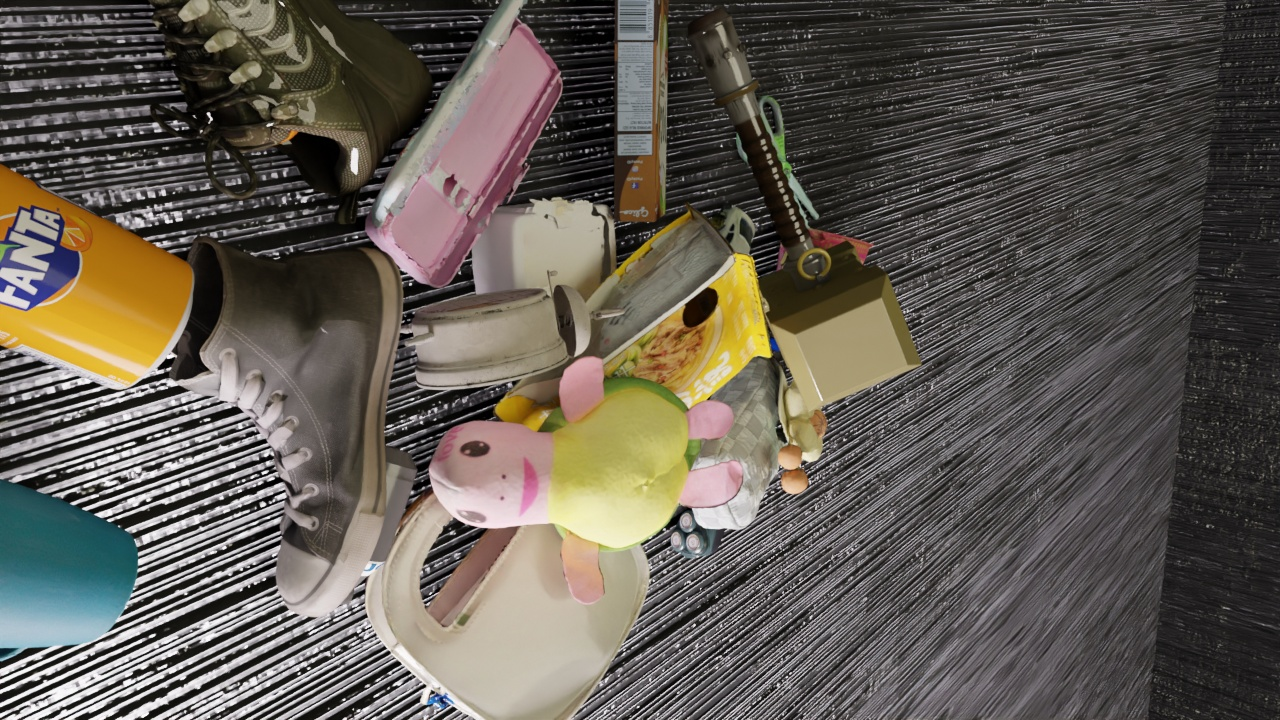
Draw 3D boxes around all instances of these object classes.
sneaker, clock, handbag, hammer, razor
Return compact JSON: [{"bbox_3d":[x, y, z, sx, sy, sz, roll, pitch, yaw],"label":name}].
[{"bbox_3d":[-0.222,0.043,0.557,0.119,0.095,0.235,4,99,-44],"label":"sneaker"},{"bbox_3d":[-0.085,-0.025,0.628,0.156,0.103,0.061,-12,102,-19],"label":"clock"},{"bbox_3d":[-0.112,0.177,0.721,0.199,0.093,0.200,46,65,-20],"label":"handbag"},{"bbox_3d":[0.113,0.084,0.892,0.171,0.123,0.112,-53,134,-39],"label":"handbag"},{"bbox_3d":[0.120,-0.141,0.794,0.101,0.190,0.325,-23,106,8],"label":"hammer"},{"bbox_3d":[-0.228,-0.158,0.497,0.238,0.101,0.142,38,65,-51],"label":"sneaker"},{"bbox_3d":[0.086,0.151,0.945,0.142,0.047,0.052,-34,111,-41],"label":"razor"}]

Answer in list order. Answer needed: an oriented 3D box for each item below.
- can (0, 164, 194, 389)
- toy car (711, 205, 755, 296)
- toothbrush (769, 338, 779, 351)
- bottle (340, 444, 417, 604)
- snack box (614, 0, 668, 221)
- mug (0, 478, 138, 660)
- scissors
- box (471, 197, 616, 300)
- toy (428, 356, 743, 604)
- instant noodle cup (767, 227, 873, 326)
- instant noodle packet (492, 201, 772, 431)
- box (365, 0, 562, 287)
[{"bbox_3d":[-0.305,-0.046,0.455,0.142,0.079,0.079,35,74,-45],"label":"can"},{"bbox_3d":[0.080,-0.098,0.886,0.048,0.033,0.105,38,72,-46],"label":"toy car"},{"bbox_3d":[0.153,-0.017,0.991,0.182,0.018,0.016,9,68,-47],"label":"toothbrush"},{"bbox_3d":[-0.192,0.113,0.636,0.047,0.047,0.112,26,81,-47],"label":"bottle"},{"bbox_3d":[0.002,-0.208,0.735,0.101,0.032,0.186,-63,155,-76],"label":"snack box"},{"bbox_3d":[-0.334,0.116,0.473,0.112,0.084,0.104,-46,141,7],"label":"mug"},{"bbox_3d":[0.153,-0.200,0.952,0.175,0.033,0.078,45,65,-47],"label":"scissors"},{"bbox_3d":[-0.065,-0.075,0.707,0.107,0.076,0.102,-17,112,-46],"label":"box"},{"bbox_3d":[-0.033,0.082,0.682,0.237,0.088,0.190,-7,110,-20],"label":"toy"},{"bbox_3d":[0.180,-0.080,0.957,0.097,0.098,0.109,3,105,-47],"label":"instant noodle cup"},{"bbox_3d":[-0.004,0.004,0.745,0.221,0.084,0.163,-40,151,-7],"label":"instant noodle packet"},{"bbox_3d":[-0.121,-0.161,0.622,0.150,0.073,0.201,81,33,-66],"label":"box"}]
